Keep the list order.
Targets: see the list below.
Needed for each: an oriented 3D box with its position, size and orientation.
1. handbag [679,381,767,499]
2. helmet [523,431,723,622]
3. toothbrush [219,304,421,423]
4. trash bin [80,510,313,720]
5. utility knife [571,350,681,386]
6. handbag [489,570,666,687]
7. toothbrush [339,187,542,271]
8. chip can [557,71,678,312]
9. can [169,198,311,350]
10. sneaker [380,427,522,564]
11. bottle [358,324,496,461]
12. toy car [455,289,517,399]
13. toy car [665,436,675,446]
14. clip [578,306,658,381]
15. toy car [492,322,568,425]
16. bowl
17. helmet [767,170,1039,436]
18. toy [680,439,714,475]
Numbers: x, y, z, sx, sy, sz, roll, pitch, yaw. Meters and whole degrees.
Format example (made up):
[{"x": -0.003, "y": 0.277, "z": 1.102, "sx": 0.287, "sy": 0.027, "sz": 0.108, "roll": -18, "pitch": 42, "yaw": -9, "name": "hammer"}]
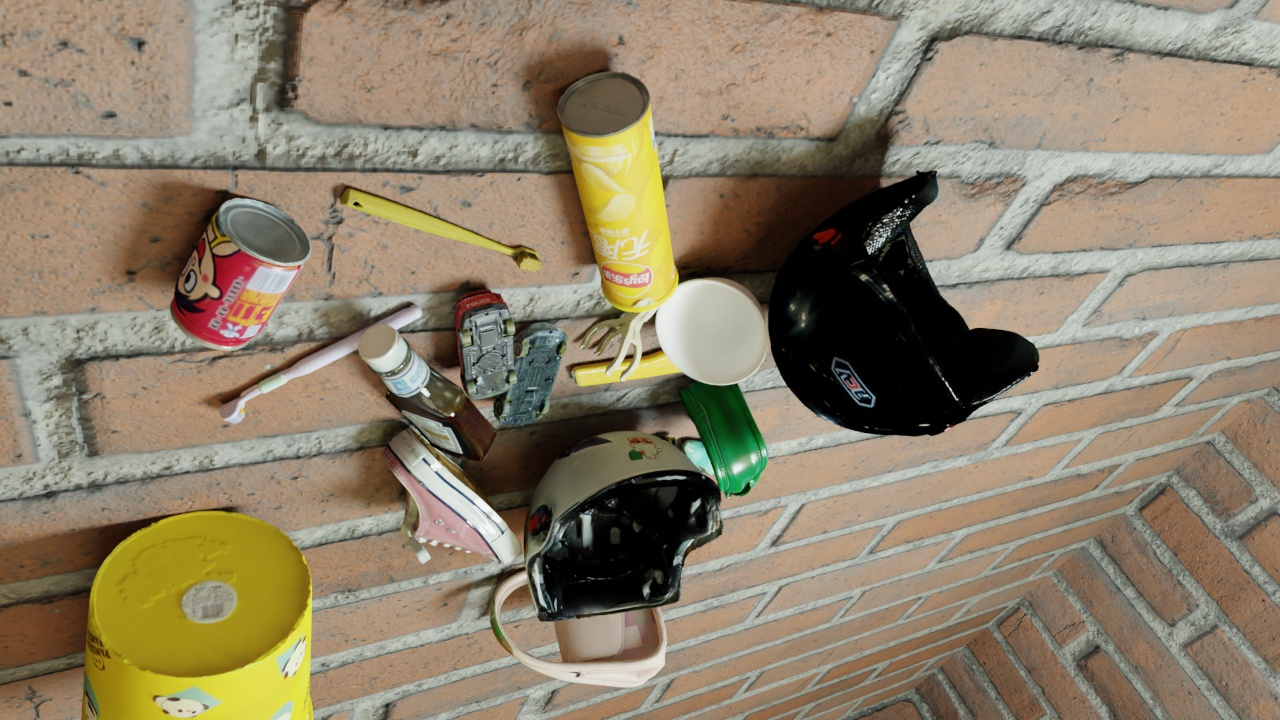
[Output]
[{"x": 0.096, "y": 0.090, "z": 1.077, "sx": 0.068, "sy": 0.131, "sz": 0.120, "roll": -20, "pitch": 149, "yaw": -7, "name": "handbag"}, {"x": -0.036, "y": 0.177, "z": 1.074, "sx": 0.229, "sy": 0.156, "sz": 0.275, "roll": -3, "pitch": 130, "yaw": -26, "name": "helmet"}, {"x": -0.272, "y": 0.001, "z": 0.787, "sx": 0.189, "sy": 0.029, "sz": 0.021, "roll": -29, "pitch": 109, "yaw": -2, "name": "toothbrush"}, {"x": -0.429, "y": 0.299, "z": 0.901, "sx": 0.229, "sy": 0.229, "sz": 0.256, "roll": -5, "pitch": 134, "yaw": -32, "name": "trash bin"}, {"x": -0.006, "y": 0.006, "z": 0.993, "sx": 0.156, "sy": 0.015, "sz": 0.033, "roll": -8, "pitch": 135, "yaw": -27, "name": "utility knife"}, {"x": -0.092, "y": 0.349, "z": 1.249, "sx": 0.234, "sy": 0.193, "sz": 0.094, "roll": 2, "pitch": 135, "yaw": -23, "name": "handbag"}, {"x": -0.153, "y": -0.102, "z": 0.739, "sx": 0.189, "sy": 0.016, "sz": 0.016, "roll": 15, "pitch": 124, "yaw": -47, "name": "toothbrush"}, {"x": -0.014, "y": -0.130, "z": 0.756, "sx": 0.072, "sy": 0.072, "sz": 0.214, "roll": -24, "pitch": 145, "yaw": -7, "name": "chip can"}, {"x": -0.286, "y": -0.059, "z": 0.652, "sx": 0.066, "sy": 0.066, "sz": 0.094, "roll": 13, "pitch": 129, "yaw": -46, "name": "can"}, {"x": -0.210, "y": 0.163, "z": 0.973, "sx": 0.087, "sy": 0.118, "sz": 0.241, "roll": -41, "pitch": 140, "yaw": -8, "name": "sneaker"}, {"x": -0.196, "y": 0.032, "z": 0.833, "sx": 0.195, "sy": 0.080, "sz": 0.044, "roll": 66, "pitch": 43, "yaw": -58, "name": "bottle"}, {"x": -0.142, "y": -0.014, "z": 0.838, "sx": 0.052, "sy": 0.045, "sz": 0.121, "roll": -13, "pitch": 139, "yaw": -18, "name": "toy car"}, {"x": 0.018, "y": 0.137, "z": 1.163, "sx": 0.032, "sy": 0.048, "sz": 0.105, "roll": 16, "pitch": 133, "yaw": -11, "name": "toy car"}, {"x": -0.010, "y": -0.021, "z": 0.910, "sx": 0.102, "sy": 0.095, "sz": 0.035, "roll": -31, "pitch": 148, "yaw": 23, "name": "clip"}, {"x": -0.111, "y": 0.014, "z": 0.909, "sx": 0.054, "sy": 0.037, "sz": 0.121, "roll": -2, "pitch": 128, "yaw": -35, "name": "toy car"}, {"x": 0.081, "y": -0.042, "z": 0.937, "sx": 0.119, "sy": 0.118, "sz": 0.064, "roll": -59, "pitch": 175, "yaw": 38, "name": "bowl"}, {"x": 0.237, "y": -0.036, "z": 0.904, "sx": 0.231, "sy": 0.233, "sz": 0.273, "roll": -30, "pitch": -169, "yaw": 29, "name": "helmet"}, {"x": 0.078, "y": 0.130, "z": 1.203, "sx": 0.091, "sy": 0.030, "sz": 0.096, "roll": 14, "pitch": 108, "yaw": -42, "name": "toy"}]
